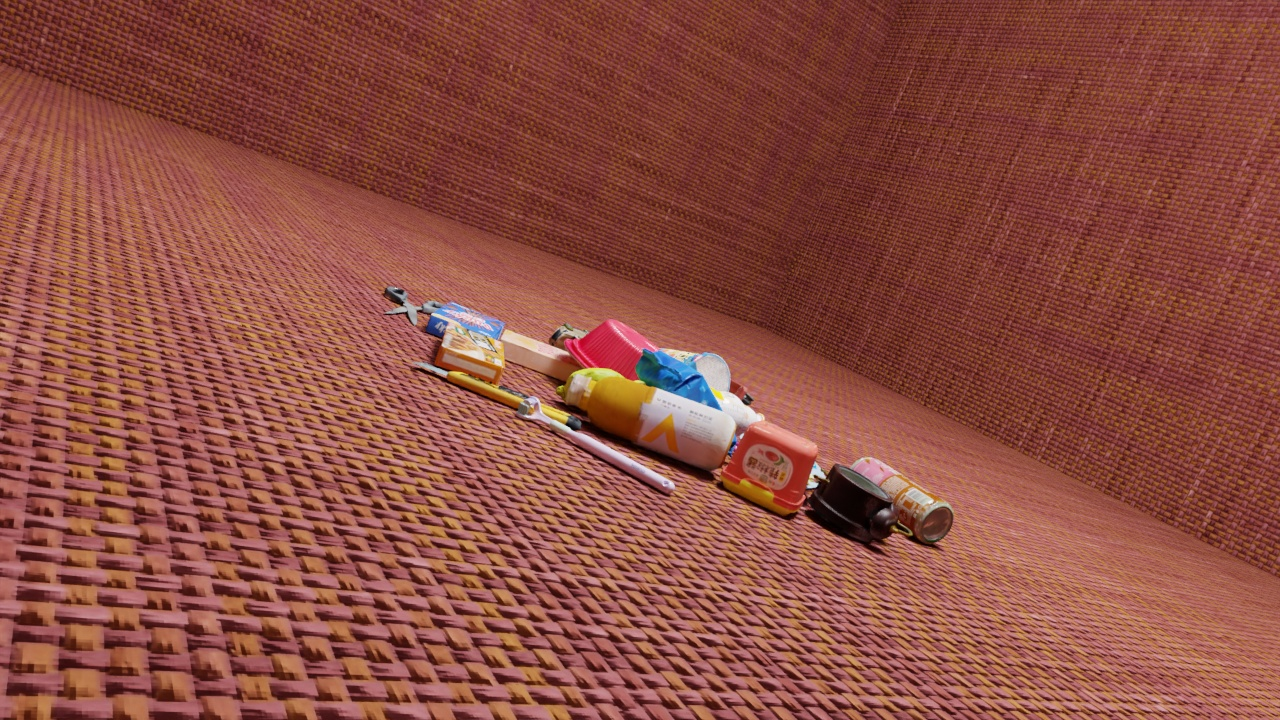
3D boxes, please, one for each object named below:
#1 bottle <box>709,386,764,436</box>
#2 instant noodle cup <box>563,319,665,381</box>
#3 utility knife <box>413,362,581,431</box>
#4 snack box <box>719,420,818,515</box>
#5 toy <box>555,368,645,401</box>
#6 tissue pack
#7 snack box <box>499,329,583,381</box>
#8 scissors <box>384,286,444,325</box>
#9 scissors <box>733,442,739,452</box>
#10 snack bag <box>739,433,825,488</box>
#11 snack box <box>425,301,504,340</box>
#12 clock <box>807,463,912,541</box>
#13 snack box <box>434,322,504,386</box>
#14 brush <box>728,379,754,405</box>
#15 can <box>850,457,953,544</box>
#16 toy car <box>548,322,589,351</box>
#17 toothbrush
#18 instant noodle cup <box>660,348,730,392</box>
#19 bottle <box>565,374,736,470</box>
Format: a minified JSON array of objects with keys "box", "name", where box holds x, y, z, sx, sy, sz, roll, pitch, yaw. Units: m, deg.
[{"box":[0.115,0.075,1.242,0.108,0.063,0.063,18,9,-22],"name":"bottle"},{"box":[-0.007,0.007,1.215,0.194,0.066,0.193,35,8,-6],"name":"instant noodle cup"},{"box":[-0.152,0.034,0.980,0.193,0.015,0.033,21,5,-1],"name":"utility knife"},{"box":[0.144,0.114,1.003,0.091,0.080,0.082,24,8,17],"name":"snack box"},{"box":[-0.044,0.036,1.084,0.100,0.097,0.031,46,30,-47],"name":"toy"},{"box":[0.055,0.057,1.108,0.095,0.052,0.157,30,-24,53],"name":"tissue pack"},{"box":[-0.117,0.002,1.245,0.157,0.026,0.084,21,9,-8],"name":"snack box"},{"box":[-0.320,-0.073,1.273,0.171,0.014,0.159,30,14,34],"name":"scissors"},{"box":[0.157,0.137,1.134,0.077,0.017,0.137,27,9,-31],"name":"scissors"},{"box":[0.183,0.122,1.152,0.110,0.039,0.190,29,7,15],"name":"snack bag"},{"box":[-0.236,-0.046,1.250,0.084,0.026,0.157,21,8,-6],"name":"snack box"},{"box":[0.245,0.163,1.018,0.122,0.055,0.082,32,10,16],"name":"clock"},{"box":[-0.202,-0.009,1.097,0.075,0.026,0.153,20,8,-13],"name":"snack box"},{"box":[0.107,0.045,1.415,0.069,0.063,0.146,32,0,-31],"name":"brush"},{"box":[0.326,0.175,1.160,0.058,0.058,0.147,17,9,-28],"name":"can"},{"box":[-0.104,-0.028,1.417,0.090,0.042,0.035,20,25,-53],"name":"toy car"},{"box":[-0.045,0.085,0.918,0.189,0.029,0.021,26,-28,24],"name":"toothbrush"},{"box":[0.059,0.026,1.339,0.099,0.099,0.110,15,3,-40],"name":"instant noodle cup"},{"box":[0.010,0.064,1.023,0.189,0.068,0.068,20,8,3],"name":"bottle"}]
